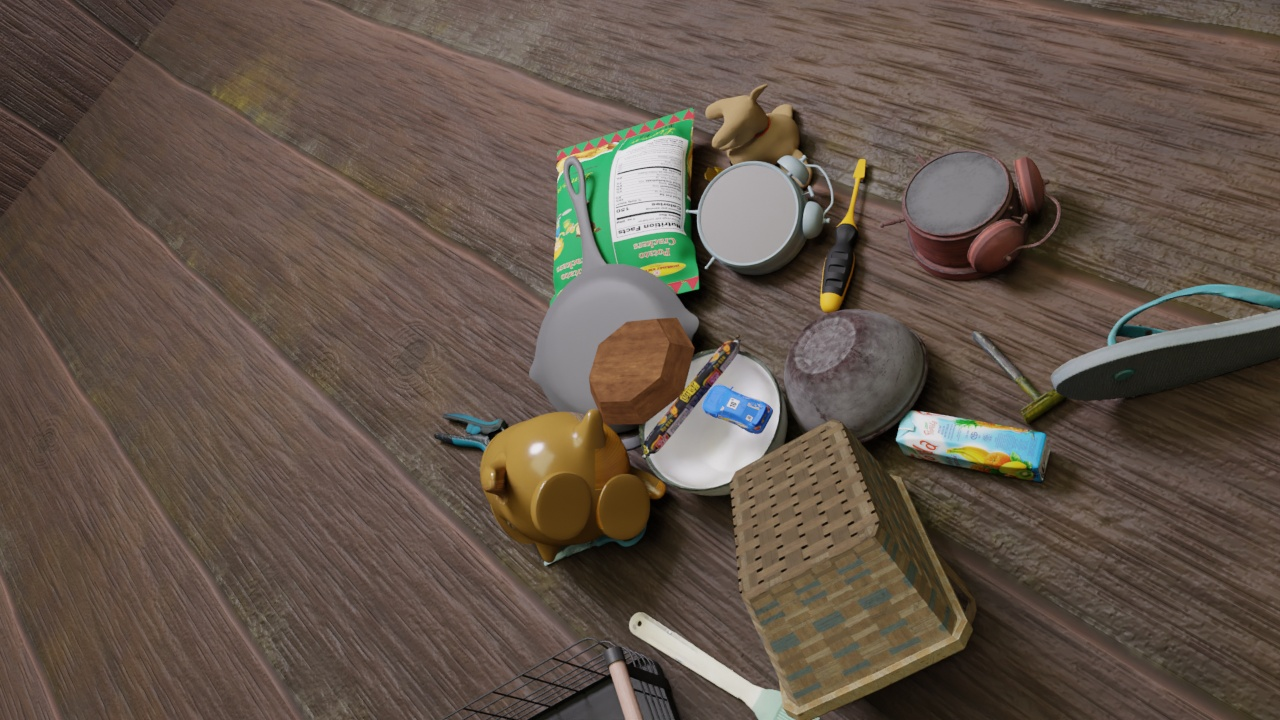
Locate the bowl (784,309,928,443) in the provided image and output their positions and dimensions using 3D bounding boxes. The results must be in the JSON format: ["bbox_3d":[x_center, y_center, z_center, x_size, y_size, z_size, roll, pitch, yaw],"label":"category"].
[{"bbox_3d":[0.193,0.004,0.878,0.145,0.067,0.144,-30,37,25],"label":"bowl"}]

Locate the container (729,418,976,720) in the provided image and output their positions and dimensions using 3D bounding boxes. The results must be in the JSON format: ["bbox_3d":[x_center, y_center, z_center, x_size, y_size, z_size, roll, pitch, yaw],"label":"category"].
[{"bbox_3d":[0.175,0.185,0.758,0.158,0.186,0.249,-31,16,13],"label":"container"}]

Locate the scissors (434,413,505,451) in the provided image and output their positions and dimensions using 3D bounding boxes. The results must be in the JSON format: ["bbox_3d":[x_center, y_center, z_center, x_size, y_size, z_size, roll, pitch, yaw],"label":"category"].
[{"bbox_3d":[-0.194,0.085,1.124,0.129,0.019,0.137,-35,54,10],"label":"scissors"}]

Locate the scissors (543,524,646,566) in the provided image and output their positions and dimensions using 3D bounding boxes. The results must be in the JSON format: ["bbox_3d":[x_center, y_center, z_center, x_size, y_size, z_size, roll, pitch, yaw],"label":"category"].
[{"bbox_3d":[-0.049,0.193,0.984,0.139,0.015,0.063,-35,47,17],"label":"scissors"}]

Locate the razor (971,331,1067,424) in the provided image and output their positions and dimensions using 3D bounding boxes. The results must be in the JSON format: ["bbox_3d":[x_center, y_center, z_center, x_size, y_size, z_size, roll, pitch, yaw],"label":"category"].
[{"bbox_3d":[0.340,0.008,0.843,0.042,0.026,0.105,-38,47,10],"label":"razor"}]

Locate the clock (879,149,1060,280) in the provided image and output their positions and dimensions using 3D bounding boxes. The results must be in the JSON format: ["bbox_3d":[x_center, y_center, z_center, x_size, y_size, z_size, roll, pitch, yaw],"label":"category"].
[{"bbox_3d":[0.329,-0.144,0.898,0.158,0.072,0.120,21,77,38],"label":"clock"}]

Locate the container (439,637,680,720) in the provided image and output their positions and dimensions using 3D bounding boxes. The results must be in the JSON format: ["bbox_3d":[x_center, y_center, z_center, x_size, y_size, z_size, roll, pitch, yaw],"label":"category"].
[{"bbox_3d":[-0.073,0.371,0.821,0.242,0.130,0.162,-32,52,12],"label":"container"}]

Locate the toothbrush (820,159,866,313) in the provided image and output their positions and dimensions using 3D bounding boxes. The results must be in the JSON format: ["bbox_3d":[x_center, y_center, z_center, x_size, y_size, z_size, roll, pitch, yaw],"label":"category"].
[{"bbox_3d":[0.222,-0.137,0.988,0.031,0.031,0.196,9,67,18],"label":"toothbrush"}]

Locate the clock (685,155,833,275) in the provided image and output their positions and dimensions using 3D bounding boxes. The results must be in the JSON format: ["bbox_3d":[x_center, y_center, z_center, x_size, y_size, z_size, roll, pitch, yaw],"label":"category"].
[{"bbox_3d":[0.136,-0.163,1.018,0.160,0.045,0.122,-22,77,22],"label":"clock"}]

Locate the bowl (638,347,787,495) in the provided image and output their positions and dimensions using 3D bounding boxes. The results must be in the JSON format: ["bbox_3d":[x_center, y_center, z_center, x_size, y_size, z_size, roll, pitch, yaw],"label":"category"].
[{"bbox_3d":[0.082,0.070,0.930,0.154,0.073,0.153,-15,57,24],"label":"bowl"}]

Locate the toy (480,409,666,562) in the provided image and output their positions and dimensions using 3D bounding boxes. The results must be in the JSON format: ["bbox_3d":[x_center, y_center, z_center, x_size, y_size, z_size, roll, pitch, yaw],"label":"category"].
[{"bbox_3d":[-0.098,0.129,0.964,0.204,0.198,0.162,-1,84,57],"label":"toy"}]

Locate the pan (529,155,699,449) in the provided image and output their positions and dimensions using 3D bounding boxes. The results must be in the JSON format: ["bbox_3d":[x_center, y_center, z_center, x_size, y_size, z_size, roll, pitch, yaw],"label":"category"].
[{"bbox_3d":[-0.050,-0.074,1.047,0.217,0.024,0.354,-17,76,22],"label":"pan"}]

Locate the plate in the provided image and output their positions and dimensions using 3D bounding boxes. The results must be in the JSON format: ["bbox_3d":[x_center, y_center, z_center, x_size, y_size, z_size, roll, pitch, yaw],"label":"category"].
[{"bbox_3d":[-0.006,0.005,0.959,0.132,0.025,0.131,-21,51,28],"label":"plate"}]

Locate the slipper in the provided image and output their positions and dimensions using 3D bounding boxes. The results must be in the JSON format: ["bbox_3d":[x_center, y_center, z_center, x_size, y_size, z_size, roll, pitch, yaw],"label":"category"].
[{"bbox_3d":[0.467,-0.024,0.741,0.269,0.098,0.054,-15,58,14],"label":"slipper"}]

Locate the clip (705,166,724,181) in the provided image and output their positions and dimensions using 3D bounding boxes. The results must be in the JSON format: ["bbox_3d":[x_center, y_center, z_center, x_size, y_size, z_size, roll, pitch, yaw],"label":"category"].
[{"bbox_3d":[0.092,-0.205,1.100,0.039,0.052,0.047,-3,93,31],"label":"clip"}]

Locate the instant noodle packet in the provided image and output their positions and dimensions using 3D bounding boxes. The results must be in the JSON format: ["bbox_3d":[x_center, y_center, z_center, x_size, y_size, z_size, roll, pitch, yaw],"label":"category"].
[{"bbox_3d":[-0.022,-0.177,1.117,0.196,0.090,0.252,-11,64,24],"label":"instant noodle packet"}]

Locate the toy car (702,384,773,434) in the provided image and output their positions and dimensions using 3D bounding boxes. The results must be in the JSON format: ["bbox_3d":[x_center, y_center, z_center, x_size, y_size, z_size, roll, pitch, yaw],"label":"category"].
[{"bbox_3d":[0.088,0.039,0.856,0.092,0.062,0.033,22,77,37],"label":"toy car"}]

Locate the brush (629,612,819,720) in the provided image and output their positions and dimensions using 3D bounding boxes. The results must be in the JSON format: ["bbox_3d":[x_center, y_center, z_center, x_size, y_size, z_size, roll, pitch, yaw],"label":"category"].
[{"bbox_3d":[0.070,0.291,0.857,0.218,0.012,0.033,21,77,39],"label":"brush"}]

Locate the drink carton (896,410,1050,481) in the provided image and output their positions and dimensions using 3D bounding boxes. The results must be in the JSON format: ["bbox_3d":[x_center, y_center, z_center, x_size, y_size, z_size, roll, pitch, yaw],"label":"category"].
[{"bbox_3d":[0.293,0.075,0.818,0.129,0.044,0.038,10,69,34],"label":"drink carton"}]

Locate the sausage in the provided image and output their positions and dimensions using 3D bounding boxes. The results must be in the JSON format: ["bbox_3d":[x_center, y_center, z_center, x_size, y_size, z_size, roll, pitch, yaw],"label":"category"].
[{"bbox_3d":[0.050,0.036,0.908,0.155,0.020,0.020,-51,51,-2],"label":"sausage"}]

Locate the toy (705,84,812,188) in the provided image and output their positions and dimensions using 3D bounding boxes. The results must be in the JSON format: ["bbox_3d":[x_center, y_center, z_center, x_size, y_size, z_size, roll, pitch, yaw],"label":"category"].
[{"bbox_3d":[0.135,-0.264,1.067,0.106,0.108,0.134,-32,51,33],"label":"toy"}]
